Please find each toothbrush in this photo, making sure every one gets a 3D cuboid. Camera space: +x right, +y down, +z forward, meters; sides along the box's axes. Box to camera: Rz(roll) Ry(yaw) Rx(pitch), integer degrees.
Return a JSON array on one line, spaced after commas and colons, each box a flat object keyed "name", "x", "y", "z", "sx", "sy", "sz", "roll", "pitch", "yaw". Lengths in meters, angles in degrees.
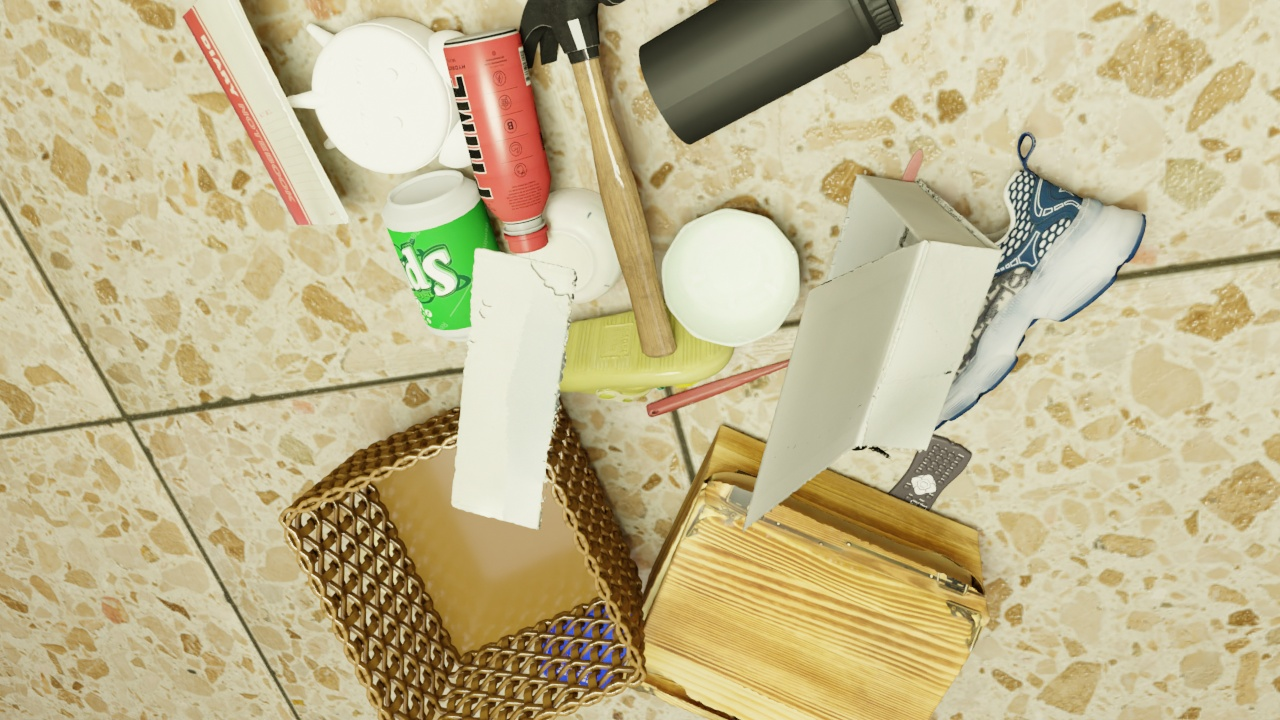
[{"name": "toothbrush", "x": 0.203, "y": -0.093, "z": 0.786, "sx": 0.015, "sy": 0.015, "sz": 0.185, "roll": 16, "pitch": 119, "yaw": -2}, {"name": "toothbrush", "x": 0.089, "y": 0.022, "z": 0.877, "sx": 0.190, "sy": 0.016, "sz": 0.016, "roll": -20, "pitch": 112, "yaw": 23}]

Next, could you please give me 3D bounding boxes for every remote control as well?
[{"name": "remote control", "x": 0.270, "y": 0.125, "z": 0.891, "sx": 0.046, "sy": 0.009, "sz": 0.125, "roll": 26, "pitch": 121, "yaw": 0}]

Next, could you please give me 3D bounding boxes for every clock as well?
[{"name": "clock", "x": -0.214, "y": -0.224, "z": 0.787, "sx": 0.161, "sy": 0.072, "sz": 0.125, "roll": 7, "pitch": 119, "yaw": 11}]

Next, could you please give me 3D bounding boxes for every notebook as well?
[{"name": "notebook", "x": -0.330, "y": -0.215, "z": 0.808, "sx": 0.153, "sy": 0.012, "sz": 0.209, "roll": 10, "pitch": 128, "yaw": 54}]

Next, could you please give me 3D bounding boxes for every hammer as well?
[{"name": "hammer", "x": -0.023, "y": -0.147, "z": 0.745, "sx": 0.132, "sy": 0.040, "sz": 0.306, "roll": 12, "pitch": 122, "yaw": 53}]

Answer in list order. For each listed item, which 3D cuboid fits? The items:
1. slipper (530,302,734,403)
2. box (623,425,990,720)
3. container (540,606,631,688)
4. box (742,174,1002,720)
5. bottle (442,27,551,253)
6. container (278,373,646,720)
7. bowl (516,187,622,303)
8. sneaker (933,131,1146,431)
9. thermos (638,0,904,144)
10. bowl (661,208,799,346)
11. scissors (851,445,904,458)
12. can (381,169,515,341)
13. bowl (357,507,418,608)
[{"name": "slipper", "x": -0.005, "y": 0.005, "z": 0.850, "sx": 0.191, "sy": 0.091, "sz": 0.082, "roll": -6, "pitch": 136, "yaw": 8}, {"name": "box", "x": 0.156, "y": 0.231, "z": 0.890, "sx": 0.279, "sy": 0.167, "sz": 0.246, "roll": 23, "pitch": 121, "yaw": 3}, {"name": "container", "x": -0.059, "y": 0.318, "z": 1.053, "sx": 0.096, "sy": 0.058, "sz": 0.114, "roll": 18, "pitch": 121, "yaw": 4}, {"name": "box", "x": 0.149, "y": 0.018, "z": 0.581, "sx": 0.119, "sy": 0.477, "sz": 0.167, "roll": 16, "pitch": 117, "yaw": 11}, {"name": "bottle", "x": -0.110, "y": -0.175, "z": 0.751, "sx": 0.062, "sy": 0.062, "sz": 0.177, "roll": -4, "pitch": 114, "yaw": 16}, {"name": "container", "x": -0.143, "y": 0.178, "z": 0.846, "sx": 0.219, "sy": 0.214, "sz": 0.251, "roll": -24, "pitch": 98, "yaw": 3}, {"name": "bowl", "x": -0.064, "y": -0.099, "z": 0.829, "sx": 0.105, "sy": 0.054, "sz": 0.105, "roll": 6, "pitch": 118, "yaw": 11}, {"name": "sneaker", "x": 0.266, "y": -0.051, "z": 0.759, "sx": 0.132, "sy": 0.103, "sz": 0.270, "roll": 42, "pitch": 120, "yaw": 7}, {"name": "thermos", "x": 0.105, "y": -0.246, "z": 0.686, "sx": 0.199, "sy": 0.086, "sz": 0.086, "roll": -23, "pitch": 110, "yaw": 24}, {"name": "bowl", "x": 0.080, "y": -0.075, "z": 0.794, "sx": 0.117, "sy": 0.061, "sz": 0.117, "roll": 3, "pitch": 106, "yaw": 9}, {"name": "scissors", "x": 0.190, "y": 0.072, "z": 0.812, "sx": 0.154, "sy": 0.162, "sz": 0.012, "roll": 10, "pitch": 95, "yaw": 45}, {"name": "can", "x": -0.171, "y": -0.093, "z": 0.830, "sx": 0.088, "sy": 0.087, "sz": 0.140, "roll": -3, "pitch": 126, "yaw": 16}, {"name": "bowl", "x": -0.234, "y": 0.198, "z": 1.022, "sx": 0.151, "sy": 0.075, "sz": 0.151, "roll": 6, "pitch": 118, "yaw": 11}]
